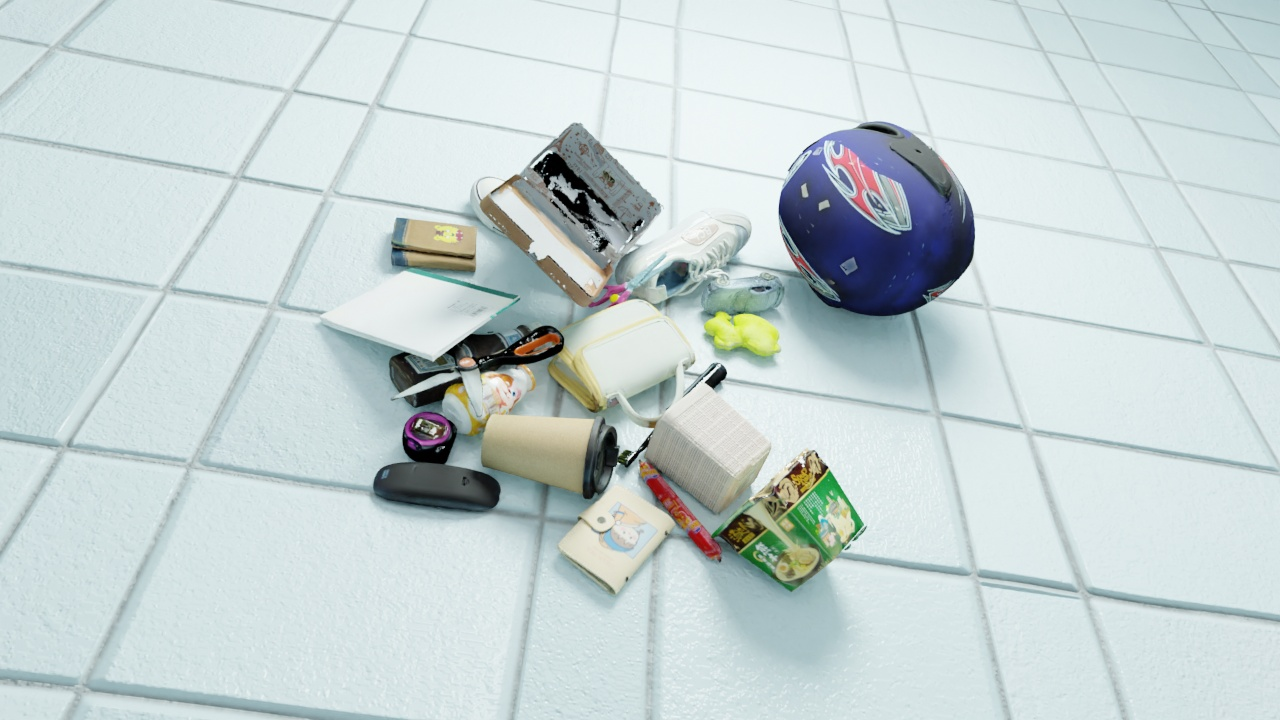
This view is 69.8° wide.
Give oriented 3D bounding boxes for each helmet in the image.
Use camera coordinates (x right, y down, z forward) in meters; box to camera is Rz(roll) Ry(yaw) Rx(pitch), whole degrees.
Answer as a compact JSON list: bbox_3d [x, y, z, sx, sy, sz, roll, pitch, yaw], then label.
[{"bbox_3d":[0.314,-0.213,1.303,0.240,0.248,0.315,3,49,-37],"label":"helmet"}]

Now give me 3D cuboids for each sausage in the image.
[{"bbox_3d":[0.042,0.167,1.029,0.020,0.020,0.156,-22,55,-31],"label":"sausage"}]

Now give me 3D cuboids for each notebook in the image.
[{"bbox_3d":[-0.271,-0.063,1.127,0.209,0.012,0.150,16,40,35],"label":"notebook"}]

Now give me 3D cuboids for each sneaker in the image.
[{"bbox_3d":[0.084,-0.146,1.294,0.241,0.090,0.091,-28,43,-30],"label":"sneaker"},{"bbox_3d":[-0.147,-0.208,1.302,0.241,0.088,0.118,39,50,22],"label":"sneaker"}]

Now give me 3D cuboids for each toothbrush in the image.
[{"bbox_3d":[0.041,0.066,1.124,0.027,0.026,0.212,25,45,27],"label":"toothbrush"}]

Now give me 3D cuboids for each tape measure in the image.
[{"bbox_3d":[-0.237,0.085,1.025,0.058,0.039,0.056,15,45,0],"label":"tape measure"}]

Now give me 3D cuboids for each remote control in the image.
[{"bbox_3d":[-0.219,0.133,0.993,0.136,0.024,0.053,7,44,-7],"label":"remote control"}]

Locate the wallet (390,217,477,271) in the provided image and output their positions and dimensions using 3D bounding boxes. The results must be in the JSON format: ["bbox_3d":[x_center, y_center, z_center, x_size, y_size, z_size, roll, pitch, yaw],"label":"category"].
[{"bbox_3d":[-0.283,-0.159,1.262,0.115,0.033,0.090,6,44,-14],"label":"wallet"}]

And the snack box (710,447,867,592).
[{"bbox_3d":[0.165,0.178,0.989,0.105,0.118,0.118,48,43,12],"label":"snack box"}]

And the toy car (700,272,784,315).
[{"bbox_3d":[0.143,-0.090,1.282,0.120,0.054,0.036,-7,46,-19],"label":"toy car"}]

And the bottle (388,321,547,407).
[{"bbox_3d":[-0.203,-0.003,1.119,0.194,0.044,0.080,-22,47,-32],"label":"bottle"}]

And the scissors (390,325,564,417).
[{"bbox_3d":[-0.192,-0.006,1.060,0.234,0.022,0.221,-18,37,-30],"label":"scissors"}]

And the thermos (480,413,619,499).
[{"bbox_3d":[-0.099,0.100,1.017,0.143,0.093,0.092,8,44,6],"label":"thermos"}]

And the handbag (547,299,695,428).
[{"bbox_3d":[-0.007,0.007,1.135,0.163,0.063,0.179,-25,51,-31],"label":"handbag"}]

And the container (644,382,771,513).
[{"bbox_3d":[0.080,0.103,1.054,0.111,0.090,0.090,39,50,20],"label":"container"}]

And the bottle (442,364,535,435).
[{"bbox_3d":[-0.174,0.041,1.067,0.108,0.063,0.063,-30,59,-35],"label":"bottle"}]

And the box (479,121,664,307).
[{"bbox_3d":[-0.095,-0.183,1.184,0.179,0.111,0.258,44,48,-10],"label":"box"}]

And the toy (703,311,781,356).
[{"bbox_3d":[0.142,-0.038,1.248,0.100,0.031,0.096,-12,48,-24],"label":"toy"}]

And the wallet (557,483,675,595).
[{"bbox_3d":[-0.028,0.189,0.989,0.087,0.024,0.114,36,50,14],"label":"wallet"}]

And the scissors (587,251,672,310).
[{"bbox_3d":[-0.016,-0.106,1.228,0.137,0.017,0.073,-43,54,7],"label":"scissors"}]
